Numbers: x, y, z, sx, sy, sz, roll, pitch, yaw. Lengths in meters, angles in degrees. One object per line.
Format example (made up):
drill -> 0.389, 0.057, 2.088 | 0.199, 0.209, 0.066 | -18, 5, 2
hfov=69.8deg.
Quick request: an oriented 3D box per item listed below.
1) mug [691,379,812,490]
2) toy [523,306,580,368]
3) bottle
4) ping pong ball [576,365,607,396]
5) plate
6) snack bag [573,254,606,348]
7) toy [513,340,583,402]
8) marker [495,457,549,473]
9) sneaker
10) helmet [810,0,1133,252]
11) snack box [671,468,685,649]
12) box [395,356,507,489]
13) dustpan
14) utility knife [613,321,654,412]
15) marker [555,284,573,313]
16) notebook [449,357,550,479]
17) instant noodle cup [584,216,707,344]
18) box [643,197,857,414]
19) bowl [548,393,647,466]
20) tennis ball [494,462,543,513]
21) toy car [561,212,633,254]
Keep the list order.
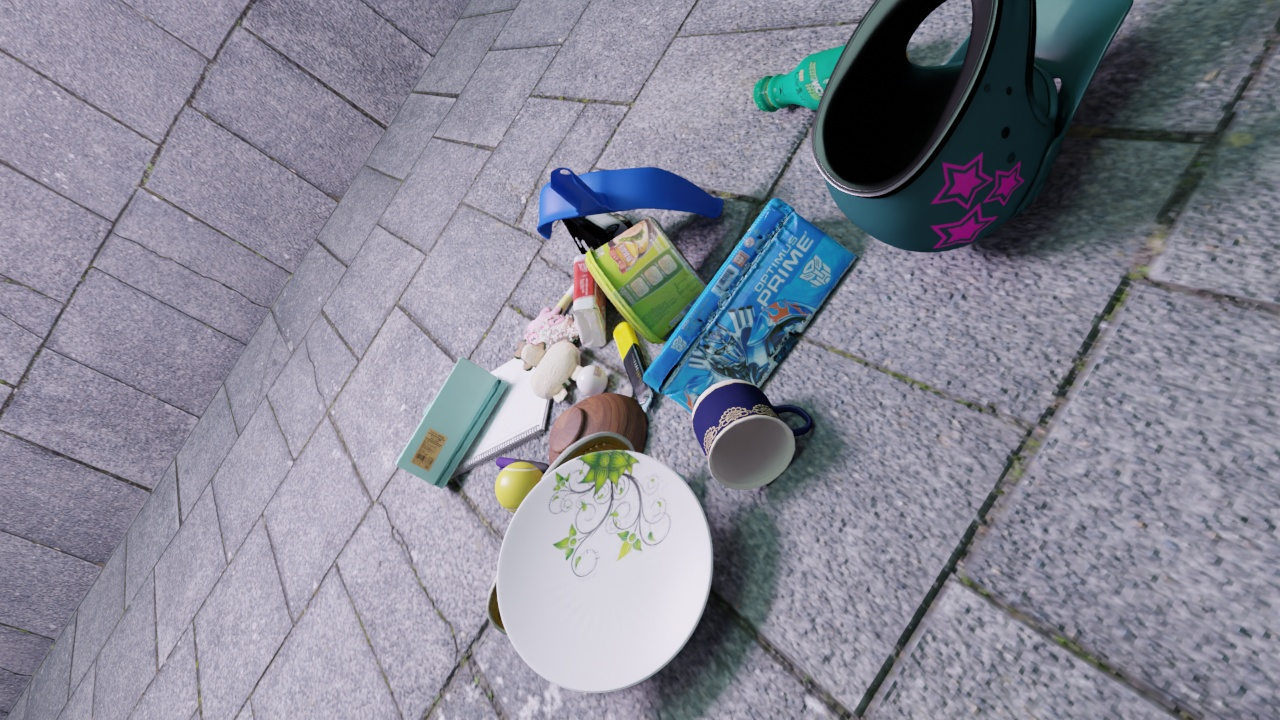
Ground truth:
mug -> 0.108, 0.062, 0.904 | 0.112, 0.086, 0.089 | -17, 34, -4
toy -> -0.135, -0.041, 1.327 | 0.095, 0.041, 0.109 | -40, 40, 1
bottle -> 0.220, -0.336, 1.103 | 0.210, 0.068, 0.068 | 7, 68, 55
ping pong ball -> -0.063, 0.026, 1.188 | 0.040, 0.040, 0.040 | -34, 39, 32
plate -> -0.033, 0.201, 0.886 | 0.230, 0.030, 0.229 | -10, 65, 22
snack bag -> -0.069, -0.082, 1.260 | 0.036, 0.077, 0.115 | -8, 46, 5
toy -> -0.120, 0.012, 1.264 | 0.112, 0.050, 0.087 | 33, 91, 32
marker -> -0.159, 0.143, 1.239 | 0.134, 0.015, 0.018 | -2, 89, 52
sneaker -> -0.085, 0.179, 0.975 | 0.235, 0.087, 0.079 | -58, -2, -7
helmet -> 0.284, -0.224, 0.795 | 0.176, 0.200, 0.275 | 44, 116, 42
snack box -> -0.016, 0.220, 0.953 | 0.142, 0.044, 0.193 | -32, 40, 36
box -> -0.290, 0.087, 1.365 | 0.188, 0.093, 0.077 | -59, 31, -7
dustpan -> -0.047, -0.200, 1.120 | 0.246, 0.257, 0.059 | -4, 79, 18
utility knife -> -0.007, 0.007, 1.151 | 0.029, 0.020, 0.172 | -45, 33, 20
marker -> -0.122, -0.076, 1.375 | 0.132, 0.014, 0.014 | -53, 32, -1
notebook -> -0.210, 0.071, 1.373 | 0.246, 0.013, 0.177 | -27, 41, 38
instant noodle cup -> 0.012, -0.102, 1.114 | 0.098, 0.146, 0.146 | -39, 35, 8
box -> 0.123, -0.042, 1.005 | 0.115, 0.094, 0.243 | 37, 95, 17
bowl -> -0.067, 0.096, 1.106 | 0.148, 0.069, 0.147 | -34, 39, 32
tennis ball -> -0.152, 0.162, 1.165 | 0.065, 0.065, 0.065 | -34, 39, 32
toy car -> -0.047, -0.175, 1.321 | 0.071, 0.094, 0.192 | -33, 30, -9
